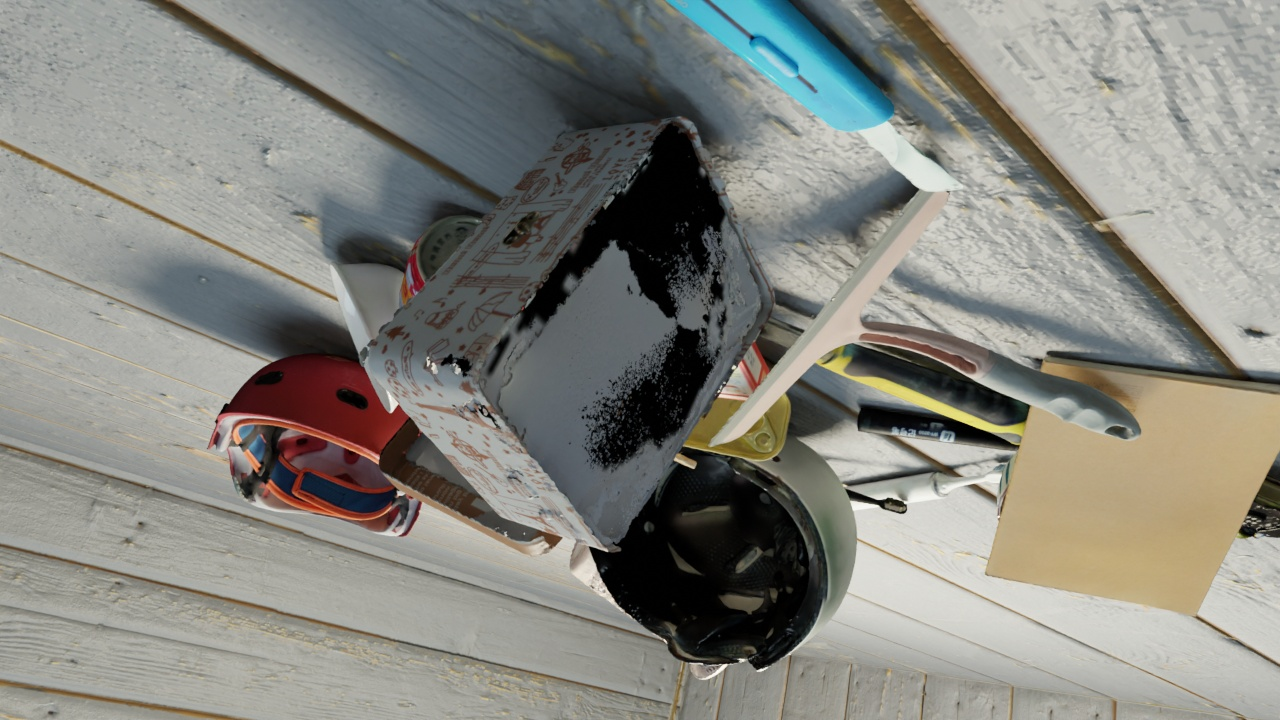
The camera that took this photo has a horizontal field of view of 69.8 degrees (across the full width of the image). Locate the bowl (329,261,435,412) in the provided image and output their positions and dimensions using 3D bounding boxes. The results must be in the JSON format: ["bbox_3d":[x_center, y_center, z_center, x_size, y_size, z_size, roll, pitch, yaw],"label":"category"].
[{"bbox_3d":[-0.180,-0.028,0.686,0.064,0.118,0.118,-23,170,-20],"label":"bowl"}]

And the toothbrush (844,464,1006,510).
[{"bbox_3d":[0.269,0.123,0.886,0.027,0.026,0.222,53,151,-5],"label":"toothbrush"}]

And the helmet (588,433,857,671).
[{"bbox_3d":[0.089,0.153,0.851,0.156,0.230,0.275,-11,-177,-39],"label":"helmet"}]

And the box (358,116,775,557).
[{"bbox_3d":[-0.059,-0.015,0.488,0.194,0.182,0.157,8,141,40],"label":"box"}]

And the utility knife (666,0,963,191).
[{"bbox_3d":[0.069,-0.119,0.374,0.204,0.018,0.034,27,152,-32],"label":"utility knife"}]

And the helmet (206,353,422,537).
[{"bbox_3d":[-0.309,0.065,0.928,0.207,0.143,0.241,12,146,0],"label":"helmet"}]

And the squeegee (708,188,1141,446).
[{"bbox_3d":[0.204,0.006,0.565,0.249,0.040,0.248,16,139,-15],"label":"squeegee"}]

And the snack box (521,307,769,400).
[{"bbox_3d":[0.002,-0.007,0.611,0.156,0.027,0.077,7,156,24],"label":"snack box"}]

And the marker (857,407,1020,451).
[{"bbox_3d":[0.242,0.056,0.738,0.132,0.020,0.022,7,-172,12],"label":"marker"}]

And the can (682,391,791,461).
[{"bbox_3d":[0.060,0.033,0.691,0.102,0.057,0.083,11,-172,7],"label":"can"}]

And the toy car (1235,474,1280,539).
[{"bbox_3d":[0.448,0.104,0.703,0.158,0.042,0.070,20,159,-7],"label":"toy car"}]

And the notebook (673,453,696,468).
[{"bbox_3d":[-0.064,0.038,0.793,0.147,0.008,0.208,32,171,-38],"label":"notebook"}]

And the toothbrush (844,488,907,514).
[{"bbox_3d":[0.159,0.122,0.919,0.213,0.026,0.027,13,152,17],"label":"toothbrush"}]

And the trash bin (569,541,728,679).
[{"bbox_3d":[0.035,0.214,1.040,0.192,0.227,0.228,28,158,-5],"label":"trash bin"}]

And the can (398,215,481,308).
[{"bbox_3d":[-0.123,-0.050,0.607,0.066,0.066,0.094,18,159,-14],"label":"can"}]

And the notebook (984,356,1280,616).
[{"bbox_3d":[0.336,0.092,0.635,0.149,0.012,0.212,8,128,15],"label":"notebook"}]

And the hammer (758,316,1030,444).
[{"bbox_3d":[0.141,-0.002,0.627,0.323,0.031,0.126,19,159,-18],"label":"hammer"}]

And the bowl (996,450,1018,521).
[{"bbox_3d":[0.330,0.095,0.691,0.116,0.066,0.117,10,129,12],"label":"bowl"}]
